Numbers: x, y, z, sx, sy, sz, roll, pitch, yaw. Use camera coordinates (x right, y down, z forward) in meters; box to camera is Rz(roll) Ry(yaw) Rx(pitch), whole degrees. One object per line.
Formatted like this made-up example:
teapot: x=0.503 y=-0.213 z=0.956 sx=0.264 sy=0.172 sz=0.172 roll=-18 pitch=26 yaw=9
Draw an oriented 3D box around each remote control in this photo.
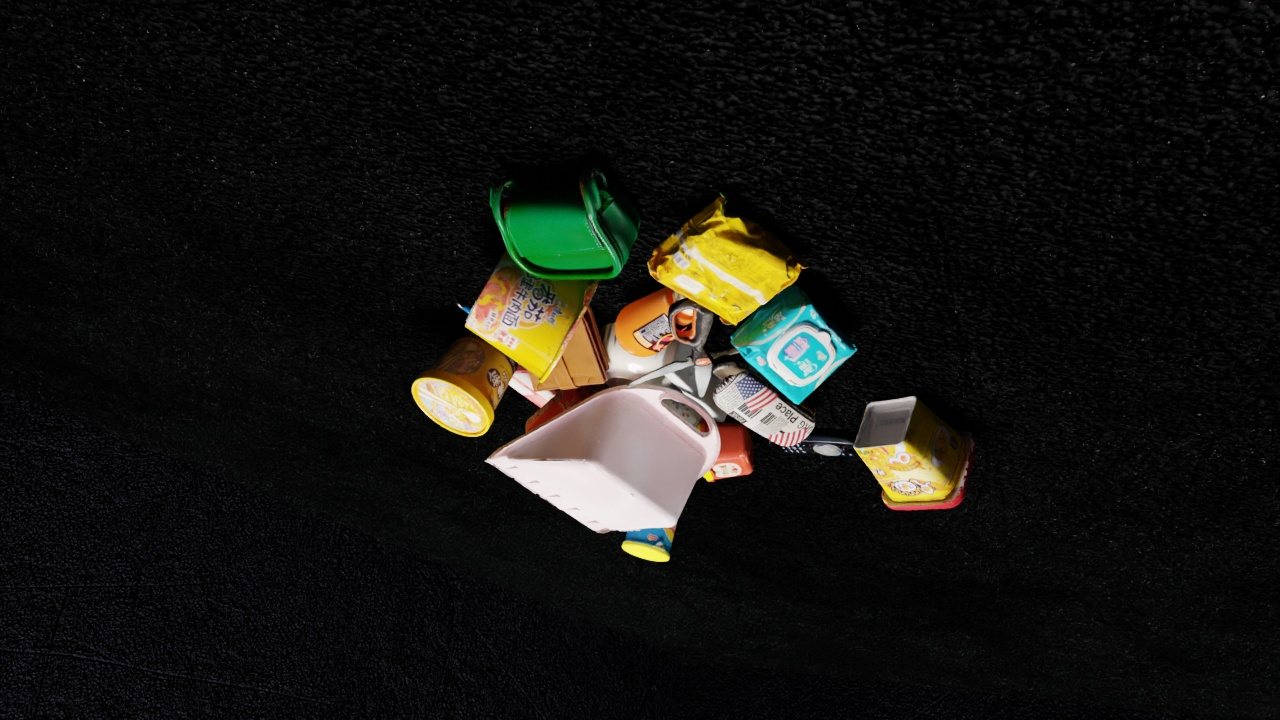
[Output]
remote control: x=0.074 y=0.024 z=1.175 sx=0.021 sy=0.058 sz=0.150 roll=1 pitch=151 yaw=36
remote control: x=0.251 y=0.118 z=1.311 sx=0.137 sy=0.024 sz=0.053 roll=0 pitch=150 yaw=30

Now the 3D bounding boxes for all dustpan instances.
dustpan: x=-0.031 y=0.128 z=1.232 sx=0.274 sy=0.138 sz=0.222 roll=-6 pitch=142 yaw=48

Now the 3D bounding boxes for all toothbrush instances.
toothbrush: x=-0.182 y=-0.033 z=1.264 sx=0.016 sy=0.014 sz=0.189 roll=-8 pitch=146 yaw=40

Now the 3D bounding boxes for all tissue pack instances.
tissue pack: x=0.167 y=-0.016 z=0.989 sx=0.133 sy=0.093 sz=0.050 roll=37 pitch=-167 yaw=-40

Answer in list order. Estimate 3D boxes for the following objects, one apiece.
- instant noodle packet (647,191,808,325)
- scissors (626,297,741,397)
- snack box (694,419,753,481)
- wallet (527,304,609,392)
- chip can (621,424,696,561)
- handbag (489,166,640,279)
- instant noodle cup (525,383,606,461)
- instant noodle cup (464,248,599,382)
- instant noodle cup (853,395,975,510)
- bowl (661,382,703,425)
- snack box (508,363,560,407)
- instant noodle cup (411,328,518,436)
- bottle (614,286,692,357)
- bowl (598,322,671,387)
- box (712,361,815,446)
instant noodle packet: x=0.083 y=-0.097 z=0.903 sx=0.128 sy=0.044 sz=0.111 roll=30 pitch=126 yaw=-32
scissors: x=0.081 y=-0.011 z=1.046 sx=0.234 sy=0.021 sz=0.221 roll=-16 pitch=150 yaw=14
snack box: x=0.125 y=0.131 z=1.361 sx=0.080 sy=0.081 sz=0.091 roll=-6 pitch=152 yaw=13
wallet: x=-0.103 y=-0.015 z=1.171 sx=0.132 sy=0.031 sz=0.108 roll=-7 pitch=105 yaw=42
chip can: x=0.033 y=0.187 z=1.366 sx=0.071 sy=0.209 sz=0.071 roll=13 pitch=156 yaw=6
handbag: x=-0.073 y=-0.139 z=0.916 sx=0.131 sy=0.067 sz=0.120 roll=4 pitch=146 yaw=27
instant noodle cup: x=-0.088 y=0.099 z=1.295 sx=0.109 sy=0.137 sz=0.138 roll=-34 pitch=134 yaw=18
instant noodle cup: x=-0.126 y=-0.060 z=1.040 sx=0.110 sy=0.137 sz=0.138 roll=30 pitch=154 yaw=-9
instant noodle cup: x=0.341 y=0.113 z=1.156 sx=0.123 sy=0.115 sz=0.116 roll=44 pitch=146 yaw=-26
bowl: x=0.024 y=0.063 z=1.261 sx=0.114 sy=0.113 sz=0.062 roll=-7 pitch=106 yaw=41
snack box: x=-0.147 y=0.041 z=1.387 sx=0.075 sy=0.025 sz=0.153 roll=-3 pitch=149 yaw=36
instant noodle cup: x=-0.237 y=0.026 z=1.275 sx=0.118 sy=0.114 sz=0.119 roll=18 pitch=141 yaw=15
bottle: x=0.031 y=-0.055 z=1.036 sx=0.066 sy=0.066 sz=0.150 roll=27 pitch=146 yaw=-24
bowl: x=-0.007 y=0.007 z=1.179 sx=0.116 sy=0.066 sz=0.117 roll=13 pitch=156 yaw=6
box: x=0.161 y=0.061 z=1.177 sx=0.163 sy=0.082 sz=0.075 roll=35 pitch=143 yaw=-31
